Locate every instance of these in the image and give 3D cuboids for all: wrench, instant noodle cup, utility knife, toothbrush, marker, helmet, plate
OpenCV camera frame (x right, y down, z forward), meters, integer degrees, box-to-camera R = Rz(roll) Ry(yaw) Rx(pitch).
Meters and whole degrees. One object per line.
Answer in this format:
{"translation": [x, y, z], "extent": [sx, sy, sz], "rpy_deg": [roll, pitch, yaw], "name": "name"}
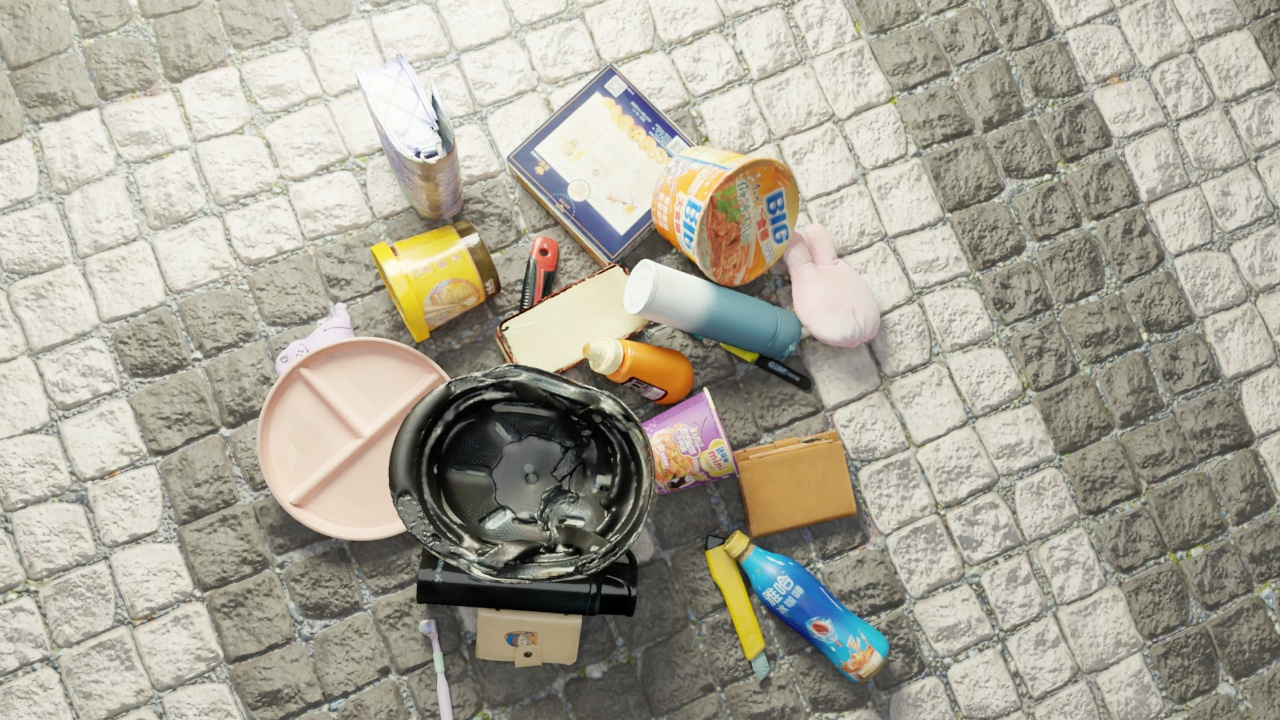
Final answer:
{"translation": [-0.144, -0.017, 1.092], "extent": [0.056, 0.016, 0.273], "rpy_deg": [17, 82, -7], "name": "wrench"}
{"translation": [0.091, -0.175, 1.059], "extent": [0.151, 0.151, 0.111], "rpy_deg": [-44, 44, -8], "name": "instant noodle cup"}
{"translation": [0.050, 0.100, 1.053], "extent": [0.099, 0.111, 0.111], "rpy_deg": [-22, 85, 0], "name": "instant noodle cup"}
{"translation": [0.114, 0.289, 1.077], "extent": [0.033, 0.015, 0.181], "rpy_deg": [-19, 86, -2], "name": "utility knife"}
{"translation": [-0.223, 0.388, 1.035], "extent": [0.021, 0.029, 0.189], "rpy_deg": [-7, 83, -44], "name": "toothbrush"}
{"translation": [-0.231, -0.098, 1.049], "extent": [0.114, 0.119, 0.118], "rpy_deg": [-27, 86, -15], "name": "instant noodle cup"}
{"translation": [0.153, 0.002, 1.116], "extent": [0.124, 0.015, 0.018], "rpy_deg": [28, 85, -2], "name": "marker"}
{"translation": [-0.119, 0.126, 1.004], "extent": [0.274, 0.157, 0.230], "rpy_deg": [4, 80, 4], "name": "helmet"}
{"translation": [-0.311, 0.088, 1.041], "extent": [0.229, 0.028, 0.229], "rpy_deg": [0, 90, -14], "name": "plate"}

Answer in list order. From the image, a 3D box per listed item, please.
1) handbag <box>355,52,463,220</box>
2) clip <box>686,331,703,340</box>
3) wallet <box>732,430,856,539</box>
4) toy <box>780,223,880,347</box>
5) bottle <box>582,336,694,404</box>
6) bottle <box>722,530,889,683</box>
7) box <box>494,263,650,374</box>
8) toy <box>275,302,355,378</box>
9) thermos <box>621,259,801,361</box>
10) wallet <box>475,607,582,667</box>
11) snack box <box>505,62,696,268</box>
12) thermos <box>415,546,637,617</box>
{"translation": [-0.248, -0.245, 1.021], "extent": [0.075, 0.194, 0.134], "rpy_deg": [-26, 86, -10], "name": "handbag"}
{"translation": [0.055, -0.045, 1.114], "extent": [0.057, 0.014, 0.047], "rpy_deg": [29, 84, 0], "name": "clip"}
{"translation": [0.183, 0.146, 1.093], "extent": [0.131, 0.031, 0.108], "rpy_deg": [-12, 87, -7], "name": "wallet"}
{"translation": [0.226, -0.089, 1.104], "extent": [0.121, 0.054, 0.159], "rpy_deg": [-18, 80, -36], "name": "toy"}
{"translation": [-0.006, 0.006, 1.044], "extent": [0.149, 0.067, 0.066], "rpy_deg": [19, 79, -41], "name": "bottle"}
{"translation": [0.187, 0.278, 1.060], "extent": [0.218, 0.065, 0.065], "rpy_deg": [41, 81, 2], "name": "bottle"}
{"translation": [-0.076, -0.038, 1.060], "extent": [0.168, 0.076, 0.091], "rpy_deg": [-28, 91, -13], "name": "box"}
{"translation": [-0.368, -0.003, 1.061], "extent": [0.108, 0.039, 0.084], "rpy_deg": [-35, 96, -9], "name": "toy"}
{"translation": [0.088, -0.055, 1.057], "extent": [0.220, 0.070, 0.070], "rpy_deg": [16, 81, -28], "name": "thermos"}
{"translation": [-0.127, 0.313, 1.029], "extent": [0.115, 0.024, 0.087], "rpy_deg": [5, 125, -6], "name": "wallet"}
{"translation": [-0.037, -0.234, 1.113], "extent": [0.182, 0.046, 0.178], "rpy_deg": [-44, 88, -8], "name": "snack box"}
{"translation": [-0.126, 0.242, 1.045], "extent": [0.242, 0.069, 0.089], "rpy_deg": [6, 52, -6], "name": "thermos"}
